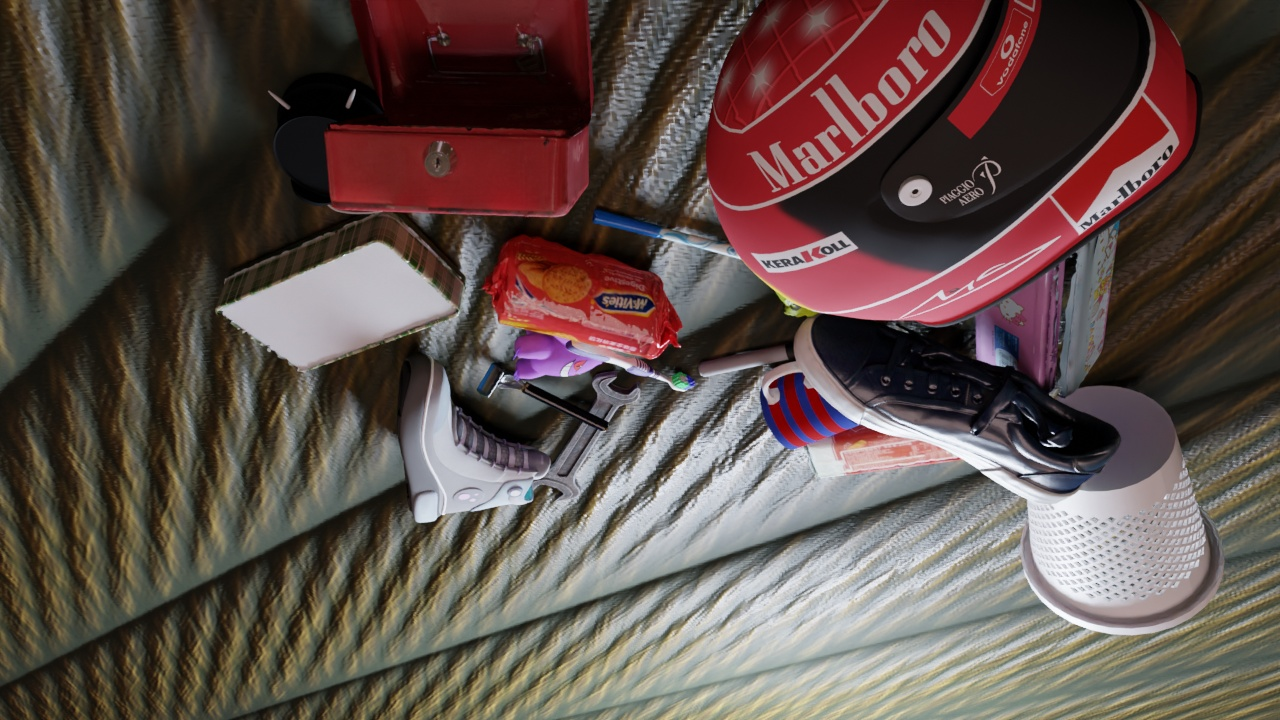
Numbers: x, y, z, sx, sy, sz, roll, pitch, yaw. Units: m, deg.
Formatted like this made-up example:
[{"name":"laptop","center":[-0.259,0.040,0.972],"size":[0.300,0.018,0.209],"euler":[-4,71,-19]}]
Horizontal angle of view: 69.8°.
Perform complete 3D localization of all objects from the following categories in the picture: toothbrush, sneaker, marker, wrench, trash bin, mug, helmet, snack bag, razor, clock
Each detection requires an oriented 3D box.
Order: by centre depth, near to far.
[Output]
[{"name":"helmet","center":[0.164,-0.149,0.563],"size":[0.224,0.197,0.272],"euler":[31,126,-32]},{"name":"clock","center":[-0.229,-0.158,0.701],"size":[0.091,0.042,0.121],"euler":[1,142,3]},{"name":"marker","center":[0.029,-0.105,0.776],"size":[0.141,0.013,0.013],"euler":[13,141,-12]},{"name":"snack bag","center":[-0.049,-0.056,0.796],"size":[0.176,0.082,0.083],"euler":[13,141,-13]},{"name":"sneaker","center":[0.280,0.024,0.798],"size":[0.294,0.120,0.127],"euler":[26,145,1]},{"name":"toothbrush","center":[-0.005,0.005,0.876],"size":[0.016,0.015,0.186],"euler":[-28,151,29]},{"name":"mug","center":[0.158,0.033,0.890],"size":[0.076,0.074,0.112],"euler":[-26,141,32]},{"name":"marker","center":[0.125,-0.005,0.896],"size":[0.141,0.016,0.016],"euler":[-13,140,19]},{"name":"trash bin","center":[0.478,0.142,0.939],"size":[0.196,0.195,0.200],"euler":[-14,129,21]},{"name":"razor","center":[-0.098,0.042,0.963],"size":[0.144,0.022,0.043],"euler":[25,123,-19]},{"name":"snack bag","center":[0.289,0.083,0.980],"size":[0.225,0.041,0.077],"euler":[-9,140,18]},{"name":"sneaker","center":[-0.176,0.087,0.989],"size":[0.160,0.093,0.257],"euler":[1,142,-11]},{"name":"wrench","center":[-0.066,0.092,1.040],"size":[0.070,0.010,0.274],"euler":[15,140,-15]}]

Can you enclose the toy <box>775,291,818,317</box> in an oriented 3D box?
[{"name":"toy","center":[0.160,-0.073,0.790],"size":[0.093,0.036,0.094],"euler":[4,134,-5]}]

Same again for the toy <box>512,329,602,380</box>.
[{"name":"toy","center":[-0.073,-0.013,0.868],"size":[0.088,0.055,0.106],"euler":[5,158,-5]}]

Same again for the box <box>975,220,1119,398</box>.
[{"name":"box","center":[0.355,-0.060,0.793],"size":[0.092,0.089,0.214],"euler":[-40,140,-12]}]

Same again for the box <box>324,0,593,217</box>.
[{"name":"box","center":[-0.113,-0.157,0.603],"size":[0.157,0.164,0.152],"euler":[0,147,4]}]

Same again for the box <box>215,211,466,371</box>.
[{"name":"box","center":[-0.269,-0.060,0.828],"size":[0.206,0.049,0.117],"euler":[-18,140,25]}]
